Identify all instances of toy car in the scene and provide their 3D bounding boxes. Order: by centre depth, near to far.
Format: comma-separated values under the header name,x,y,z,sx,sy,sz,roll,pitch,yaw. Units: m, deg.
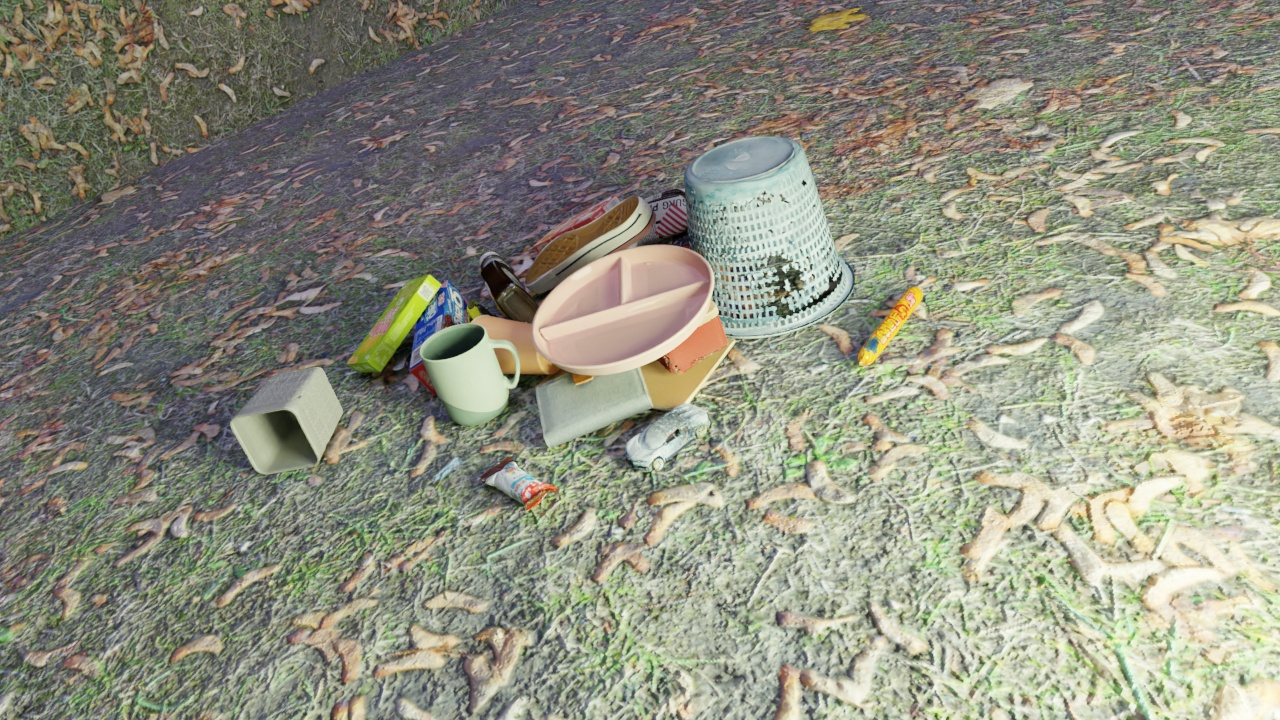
name,x,y,z,sx,sy,sz,roll,pitch,yaw
toy car,0.028,0.081,0.997,0.105,0.031,0.049,-35,36,-25
toy car,-0.221,-0.051,1.300,0.032,0.048,0.105,-48,35,3
toy car,0.075,-0.189,1.383,0.049,0.031,0.106,-19,26,22

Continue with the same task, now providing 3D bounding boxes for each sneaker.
name,x,y,z,sx,sy,sz,roll,pitch,yaw
sneaker,-0.065,-0.150,1.341,0.242,0.088,0.118,-27,37,31

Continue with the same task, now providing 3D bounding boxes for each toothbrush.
name,x,y,z,sx,sy,sz,roll,pitch,yaw
toothbrush,-0.213,-0.088,1.375,0.016,0.018,0.191,-27,33,-6

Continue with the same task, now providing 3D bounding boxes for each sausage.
name,x,y,z,sx,sy,sz,roll,pitch,yaw
sausage,0.293,-0.041,1.071,0.021,0.021,0.164,12,42,37

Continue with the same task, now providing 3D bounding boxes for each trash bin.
name,x,y,z,sx,sy,sz,roll,pitch,yaw
trash bin,0.148,-0.168,1.168,0.227,0.195,0.226,-12,33,8

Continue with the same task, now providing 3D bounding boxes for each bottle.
name,x,y,z,sx,sy,sz,roll,pitch,yaw
bottle,-0.202,-0.114,1.355,0.044,0.080,0.195,-42,33,2

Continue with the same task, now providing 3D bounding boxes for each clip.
name,x,y,z,sx,sy,sz,roll,pitch,yaw
clip,-0.336,0.006,1.291,0.025,0.036,0.057,-15,28,-1

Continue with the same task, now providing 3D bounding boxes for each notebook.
name,x,y,z,sx,sy,sz,roll,pitch,yaw
notebook,-0.007,0.007,1.146,0.212,0.012,0.149,7,38,32

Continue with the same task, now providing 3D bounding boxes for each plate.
name,x,y,z,sx,sy,sz,roll,pitch,yaw
plate,-0.020,-0.061,1.096,0.230,0.028,0.229,-14,37,11

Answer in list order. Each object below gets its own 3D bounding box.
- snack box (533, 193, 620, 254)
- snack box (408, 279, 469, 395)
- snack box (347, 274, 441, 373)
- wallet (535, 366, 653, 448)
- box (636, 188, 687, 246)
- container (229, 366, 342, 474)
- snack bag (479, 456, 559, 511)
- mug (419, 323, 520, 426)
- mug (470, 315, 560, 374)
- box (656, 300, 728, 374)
name,x,y,z,sx,sy,sz,roll,pitch,yaw
snack box,-0.100,-0.211,1.451,0.153,0.025,0.075,-18,24,47
snack box,-0.277,-0.037,1.279,0.057,0.058,0.207,-34,30,12
snack box,-0.351,-0.051,1.309,0.086,0.026,0.156,-4,51,54
wallet,-0.059,0.038,1.077,0.130,0.037,0.106,-23,42,4
box,0.017,-0.208,1.405,0.163,0.076,0.086,-10,59,37
container,-0.446,0.072,1.175,0.090,0.090,0.114,-10,30,10
snack bag,-0.132,0.134,0.994,0.045,0.026,0.105,-39,36,-26
mug,-0.200,0.016,1.128,0.112,0.106,0.082,-15,31,3
mug,-0.158,-0.016,1.181,0.123,0.078,0.078,6,39,34
box,0.032,-0.050,1.144,0.091,0.078,0.168,-31,36,-10
